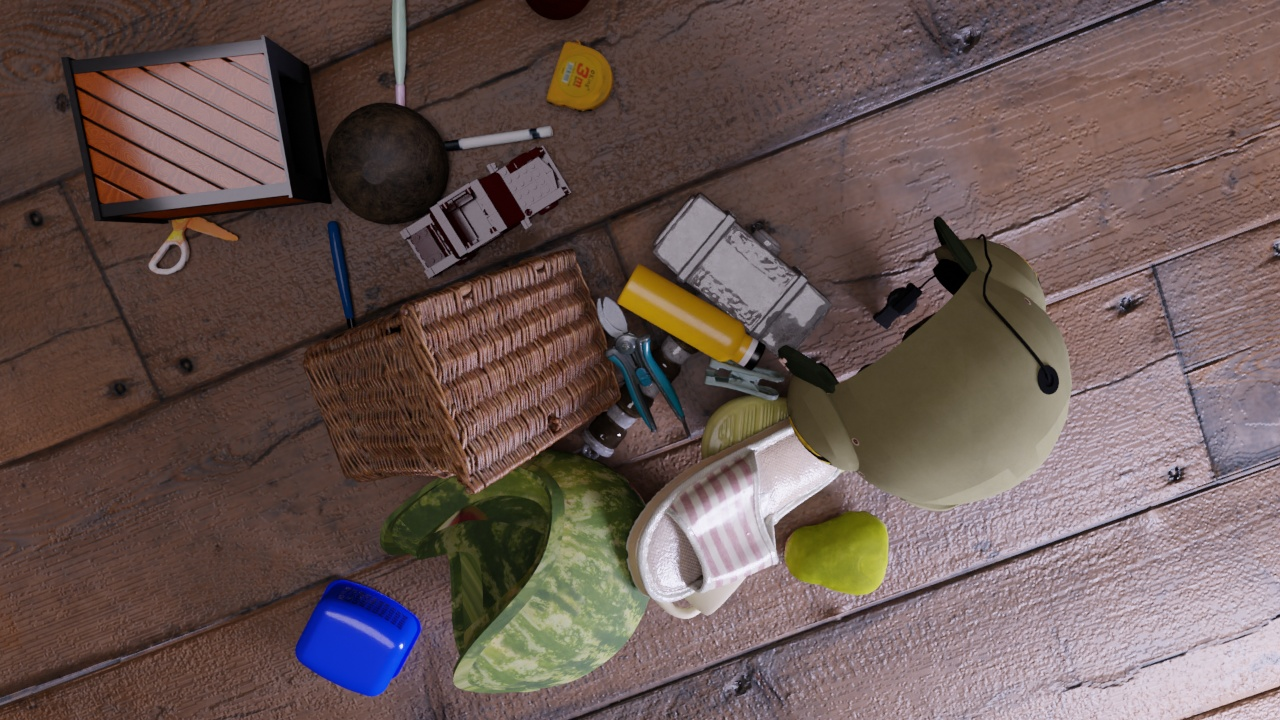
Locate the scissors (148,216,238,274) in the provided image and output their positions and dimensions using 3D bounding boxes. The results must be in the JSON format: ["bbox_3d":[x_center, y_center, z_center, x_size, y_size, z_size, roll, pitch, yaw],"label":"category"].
[{"bbox_3d":[-0.478,-0.144,0.951,0.125,0.011,0.131,22,98,-2],"label":"scissors"}]

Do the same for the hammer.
[{"bbox_3d":[0.028,0.000,0.942,0.177,0.079,0.327,39,102,-5],"label":"hammer"}]

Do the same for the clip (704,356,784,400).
[{"bbox_3d":[0.101,0.017,0.894,0.076,0.023,0.044,14,114,0],"label":"clip"}]

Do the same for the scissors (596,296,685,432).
[{"bbox_3d":[0.002,0.005,0.897,0.146,0.019,0.133,17,113,-2],"label":"scissors"}]

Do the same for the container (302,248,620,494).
[{"bbox_3d":[-0.168,0.012,0.852,0.184,0.249,0.162,-13,100,31],"label":"container"}]

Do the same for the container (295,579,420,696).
[{"bbox_3d":[-0.307,0.302,0.991,0.114,0.058,0.096,28,97,-4],"label":"container"}]

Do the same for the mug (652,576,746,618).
[{"bbox_3d":[0.053,0.205,0.955,0.100,0.096,0.120,41,92,6],"label":"mug"}]

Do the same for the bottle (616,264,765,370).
[{"bbox_3d":[0.050,-0.038,0.869,0.143,0.043,0.043,30,97,-2],"label":"bottle"}]

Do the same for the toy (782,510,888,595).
[{"bbox_3d":[0.208,0.204,0.977,0.110,0.051,0.090,2,96,3],"label":"toy"}]

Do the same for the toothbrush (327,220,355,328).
[{"bbox_3d":[-0.309,-0.062,0.961,0.014,0.014,0.168,-6,99,12],"label":"toothbrush"}]

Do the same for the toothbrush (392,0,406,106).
[{"bbox_3d":[-0.244,-0.296,0.925,0.022,0.015,0.155,7,100,29],"label":"toothbrush"}]

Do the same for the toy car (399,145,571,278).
[{"bbox_3d":[-0.158,-0.149,0.922,0.170,0.062,0.070,-31,97,5],"label":"toy car"}]

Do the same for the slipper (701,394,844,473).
[{"bbox_3d":[0.138,0.077,0.949,0.190,0.082,0.091,2,98,-27],"label":"slipper"}]

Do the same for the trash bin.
[{"bbox_3d":[-0.408,-0.211,0.869,0.172,0.139,0.140,-8,98,-3],"label":"trash bin"}]

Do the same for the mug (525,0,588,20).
[{"bbox_3d":[-0.088,-0.389,0.877,0.073,0.082,0.106,-16,98,2],"label":"mug"}]

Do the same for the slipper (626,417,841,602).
[{"bbox_3d":[0.104,0.135,0.859,0.262,0.052,0.115,-30,110,-26],"label":"slipper"}]

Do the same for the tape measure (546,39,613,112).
[{"bbox_3d":[-0.056,-0.282,0.918,0.059,0.030,0.068,19,100,-2],"label":"tape measure"}]

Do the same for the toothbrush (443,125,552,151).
[{"bbox_3d":[-0.181,-0.219,0.938,0.187,0.012,0.017,-8,111,2],"label":"toothbrush"}]

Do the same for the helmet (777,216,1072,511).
[{"bbox_3d":[0.264,0.019,0.836,0.250,0.255,0.233,-41,93,6],"label":"helmet"}]

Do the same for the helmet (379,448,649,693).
[{"bbox_3d":[-0.100,0.202,0.890,0.243,0.247,0.213,-38,57,-7],"label":"helmet"}]

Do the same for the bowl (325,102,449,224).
[{"bbox_3d":[-0.255,-0.191,0.908,0.121,0.056,0.121,0,110,0],"label":"bowl"}]
